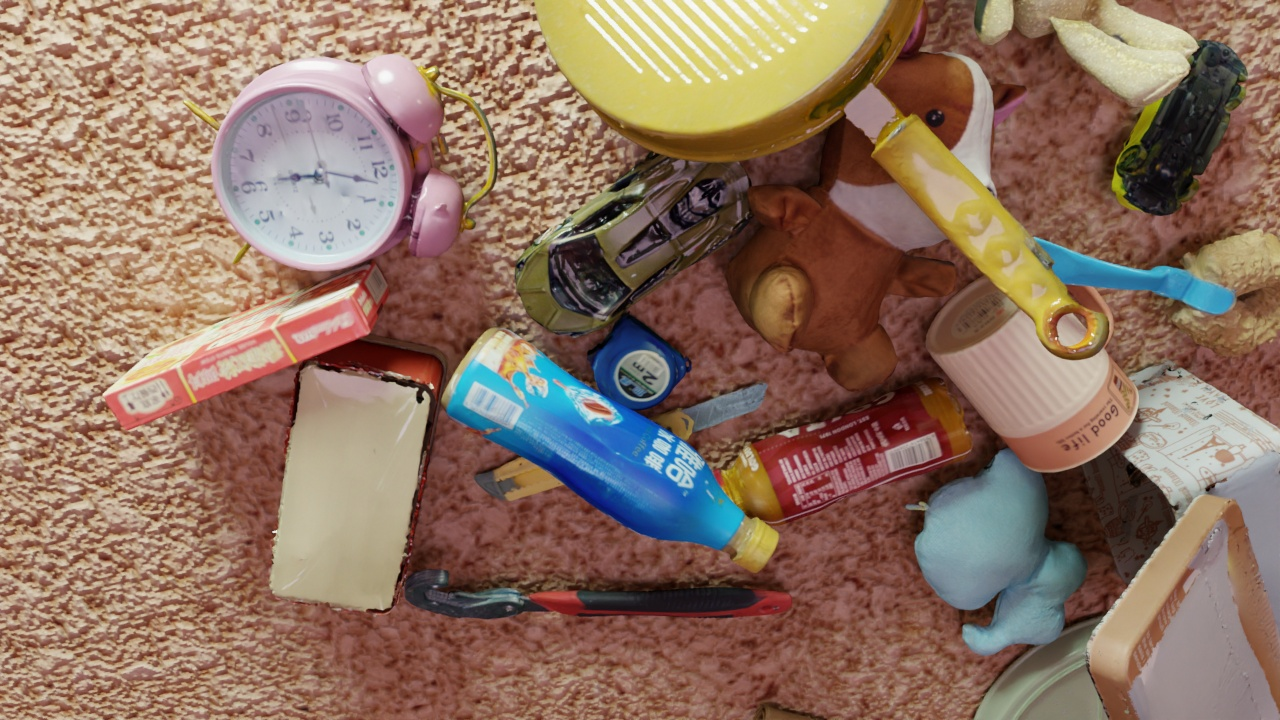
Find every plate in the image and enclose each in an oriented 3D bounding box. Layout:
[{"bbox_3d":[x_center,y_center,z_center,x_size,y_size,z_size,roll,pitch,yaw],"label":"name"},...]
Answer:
[{"bbox_3d":[0.378,0.300,0.732,0.230,0.027,0.230,-1,112,-3],"label":"plate"}]

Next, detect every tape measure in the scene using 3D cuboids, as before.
[{"bbox_3d":[-0.003,0.003,0.586,0.058,0.025,0.055,37,106,-13],"label":"tape measure"}]

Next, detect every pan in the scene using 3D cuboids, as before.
[{"bbox_3d":[0.094,-0.138,0.444,0.198,0.078,0.357,-43,75,16],"label":"pan"}]

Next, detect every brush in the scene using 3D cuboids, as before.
[{"bbox_3d":[0.308,-0.048,0.550,0.254,0.046,0.083,5,120,-25],"label":"brush"}]

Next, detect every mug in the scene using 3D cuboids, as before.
[{"bbox_3d":[0.252,-0.007,0.577,0.106,0.082,0.114,44,74,-15],"label":"mug"}]

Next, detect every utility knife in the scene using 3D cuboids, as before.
[{"bbox_3d":[-0.012,0.054,0.614,0.205,0.021,0.031,-21,117,-1],"label":"utility knife"}]

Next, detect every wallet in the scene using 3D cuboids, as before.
[{"bbox_3d":[0.131,0.322,0.719,0.115,0.033,0.090,19,106,-11],"label":"wallet"}]

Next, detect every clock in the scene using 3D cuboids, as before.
[{"bbox_3d":[-0.159,-0.108,0.511,0.158,0.059,0.117,-9,113,-3],"label":"clock"}]

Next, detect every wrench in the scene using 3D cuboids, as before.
[{"bbox_3d":[-0.027,0.169,0.647,0.273,0.016,0.056,4,142,-8],"label":"wrench"}]

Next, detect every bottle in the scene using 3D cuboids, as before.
[{"bbox_3d":[0.124,0.066,0.603,0.175,0.057,0.057,-21,112,4],"label":"bottle"},{"bbox_3d":[-0.014,0.060,0.562,0.218,0.065,0.065,31,106,-2],"label":"bottle"}]

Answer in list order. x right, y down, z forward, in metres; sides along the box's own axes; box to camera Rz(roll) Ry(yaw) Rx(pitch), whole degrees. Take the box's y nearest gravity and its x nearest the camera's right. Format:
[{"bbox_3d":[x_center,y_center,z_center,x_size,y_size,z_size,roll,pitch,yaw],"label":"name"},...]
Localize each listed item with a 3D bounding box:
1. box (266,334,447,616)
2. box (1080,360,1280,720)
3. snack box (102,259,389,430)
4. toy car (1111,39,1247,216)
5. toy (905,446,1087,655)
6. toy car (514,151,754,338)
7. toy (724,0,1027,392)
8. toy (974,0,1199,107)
[{"bbox_3d":[-0.180,0.074,0.573,0.091,0.076,0.168,12,110,-10],"label":"box"},{"bbox_3d":[0.340,0.138,0.557,0.134,0.269,0.179,-14,117,34],"label":"box"},{"bbox_3d":[-0.225,-0.011,0.536,0.153,0.075,0.025,-21,112,4],"label":"snack box"},{"bbox_3d":[0.321,-0.139,0.552,0.048,0.032,0.105,24,96,-13],"label":"toy car"},{"bbox_3d":[0.250,0.137,0.645,0.156,0.049,0.161,13,108,-16],"label":"toy"},{"bbox_3d":[-0.005,-0.070,0.550,0.158,0.042,0.070,-35,109,12],"label":"toy car"},{"bbox_3d":[0.134,-0.087,0.513,0.140,0.130,0.200,23,99,-43],"label":"toy"},{"bbox_3d":[0.227,-0.200,0.488,0.157,0.066,0.105,45,75,3],"label":"toy"}]
